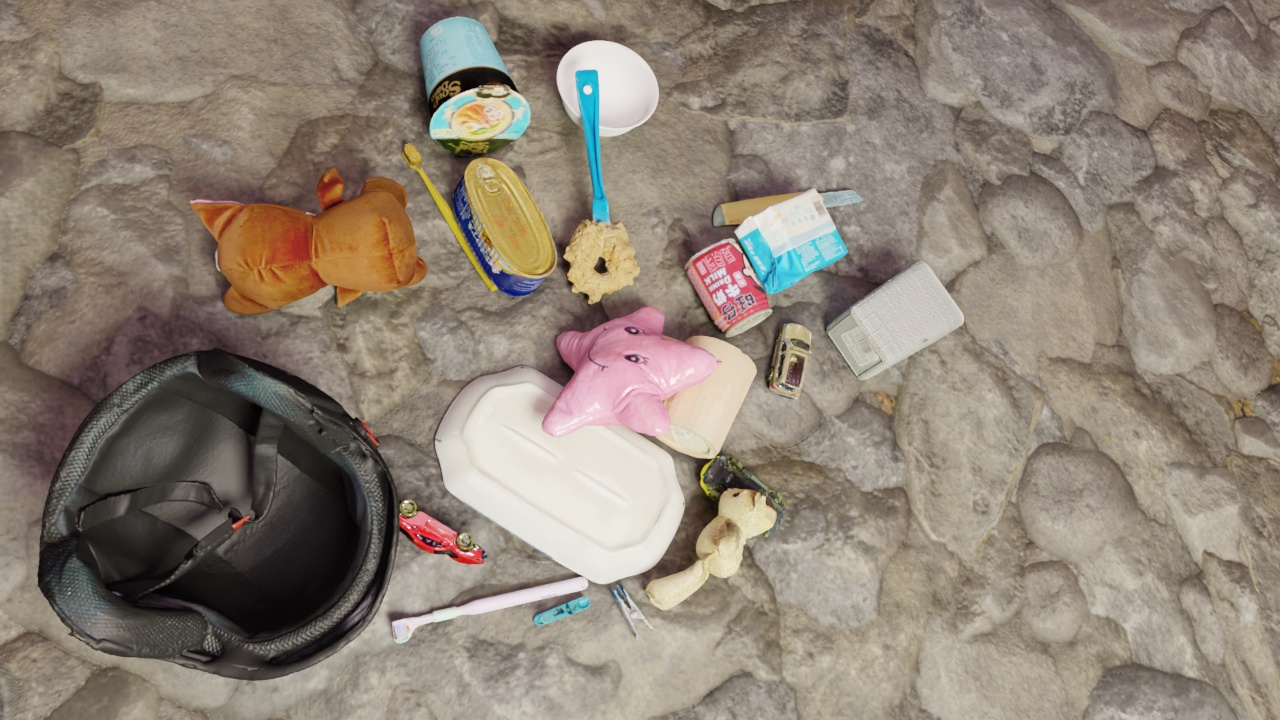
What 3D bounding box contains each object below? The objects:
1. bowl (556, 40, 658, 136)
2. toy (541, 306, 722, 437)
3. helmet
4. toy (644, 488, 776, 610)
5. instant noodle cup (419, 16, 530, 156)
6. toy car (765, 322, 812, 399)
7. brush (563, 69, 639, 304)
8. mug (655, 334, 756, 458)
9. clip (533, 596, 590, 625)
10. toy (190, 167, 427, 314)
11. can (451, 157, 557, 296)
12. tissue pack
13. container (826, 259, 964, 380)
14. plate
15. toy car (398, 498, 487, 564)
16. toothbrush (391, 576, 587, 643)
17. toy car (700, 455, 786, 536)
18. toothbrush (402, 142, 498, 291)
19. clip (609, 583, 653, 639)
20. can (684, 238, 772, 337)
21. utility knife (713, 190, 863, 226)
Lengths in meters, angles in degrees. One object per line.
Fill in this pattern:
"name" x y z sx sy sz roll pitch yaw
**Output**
"bowl" -0.044 -0.301 1.063 0.118 0.065 0.118 5 69 -14
"toy" -0.006 0.005 0.927 0.179 0.075 0.194 -5 39 10
"helmet" -0.320 0.124 0.742 0.274 0.230 0.233 36 80 0
"toy" 0.070 0.188 0.911 0.157 0.105 0.066 -42 65 -7
"instant noodle cup" -0.189 -0.306 1.006 0.111 0.111 0.120 -11 67 -20
"toy car" 0.172 -0.002 1.037 0.042 0.035 0.090 20 65 -10
"brush" -0.049 -0.189 0.999 0.083 0.046 0.254 -5 89 -7
"mug" 0.046 0.033 0.970 0.125 0.084 0.103 19 66 17
"clip" -0.075 0.242 0.886 0.056 0.041 0.014 -13 76 -27
"toy" -0.317 -0.113 0.890 0.199 0.130 0.140 -13 113 -9
"can" -0.146 -0.141 0.977 0.074 0.049 0.148 -22 78 -38
"tissue pack" 0.173 -0.136 1.050 0.139 0.063 0.090 -29 91 -46
"container" 0.288 -0.042 1.057 0.114 0.090 0.090 -30 81 -20
"plate" -0.075 0.110 0.925 0.265 0.034 0.161 33 65 -3
"toy car" -0.193 0.165 0.863 0.106 0.049 0.031 30 66 -5
"toothbrush" -0.139 0.233 0.871 0.189 0.029 0.021 -10 37 -20
"toy car" 0.107 0.144 0.968 0.105 0.032 0.048 39 67 -13
"toothbrush" -0.205 -0.156 0.991 0.015 0.017 0.190 -30 82 -23
"clip" -0.009 0.246 0.902 0.033 0.025 0.057 -30 86 -18
"can" 0.099 -0.080 1.025 0.066 0.067 0.093 -24 79 -22
"utility knife" 0.181 -0.189 1.114 0.207 0.021 0.031 -12 80 -13
